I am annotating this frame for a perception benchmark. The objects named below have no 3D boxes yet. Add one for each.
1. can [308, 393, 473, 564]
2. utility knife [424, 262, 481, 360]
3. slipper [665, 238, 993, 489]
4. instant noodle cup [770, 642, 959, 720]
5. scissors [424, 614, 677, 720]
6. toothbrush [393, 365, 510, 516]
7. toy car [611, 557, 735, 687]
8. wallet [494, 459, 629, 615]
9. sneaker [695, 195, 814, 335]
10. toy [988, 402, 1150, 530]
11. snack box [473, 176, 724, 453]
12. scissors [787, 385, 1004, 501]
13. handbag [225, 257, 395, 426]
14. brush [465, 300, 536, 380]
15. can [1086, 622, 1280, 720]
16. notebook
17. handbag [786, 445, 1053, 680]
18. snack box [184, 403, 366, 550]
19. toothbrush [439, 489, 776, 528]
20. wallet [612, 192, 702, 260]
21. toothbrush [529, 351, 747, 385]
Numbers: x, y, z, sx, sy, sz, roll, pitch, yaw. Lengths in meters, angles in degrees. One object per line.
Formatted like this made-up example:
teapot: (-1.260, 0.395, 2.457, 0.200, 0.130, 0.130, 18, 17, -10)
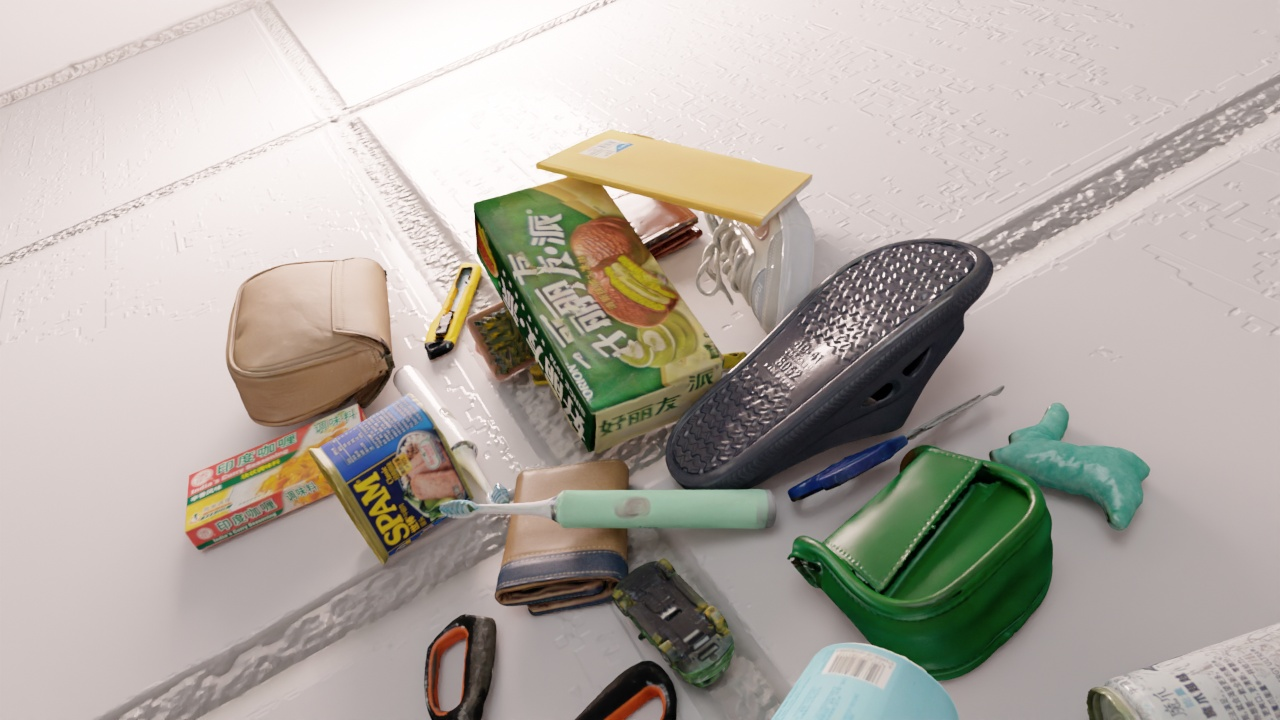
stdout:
can: (-0.182, 0.086, 0.681, 0.083, 0.102, 0.057, -34, 40, -21)
utility knife: (-0.189, -0.054, 0.923, 0.033, 0.015, 0.153, -6, 39, 11)
slipper: (0.140, 0.014, 0.668, 0.268, 0.083, 0.110, -39, 33, 3)
instant noodle cup: (0.096, 0.204, 0.434, 0.111, 0.111, 0.120, 10, 37, 31)
scissors: (-0.085, 0.231, 0.529, 0.234, 0.022, 0.221, -25, 38, -10)
toothbrush: (-0.157, 0.063, 0.758, 0.221, 0.026, 0.026, 40, 109, 48)
toy car: (0.020, 0.160, 0.562, 0.043, 0.036, 0.091, -33, 42, -17)
wallet: (-0.052, 0.120, 0.645, 0.090, 0.033, 0.115, -9, 38, 7)
sneaker: (0.095, -0.099, 0.798, 0.091, 0.090, 0.241, 2, 36, 0)
toy: (0.274, 0.062, 0.585, 0.092, 0.030, 0.096, 15, 43, 33)
snack box: (-0.041, -0.047, 0.746, 0.114, 0.063, 0.240, -19, 57, -20)
scissors: (0.172, 0.057, 0.626, 0.141, 0.012, 0.170, -33, -11, 37)
handbag: (-0.308, -0.020, 0.870, 0.147, 0.100, 0.204, -14, 37, -7)
brush: (-0.082, -0.043, 0.834, 0.145, 0.063, 0.073, -30, 9, -17)
can: (0.295, 0.159, 0.433, 0.147, 0.058, 0.058, -18, 38, 0)
notebook: (0.033, -0.165, 0.804, 0.206, 0.010, 0.145, 18, 31, 19)
handbag: (0.169, 0.112, 0.543, 0.131, 0.068, 0.120, -35, 33, -18)
snack box: (-0.303, 0.097, 0.777, 0.155, 0.027, 0.077, -24, 37, -7)
toothbrush: (-0.022, 0.099, 0.615, 0.224, 0.027, 0.026, 0, 74, -1)
wallet: (-0.006, -0.138, 0.941, 0.101, 0.032, 0.124, -27, 38, -7)
toothbrush: (-0.005, 0.005, 0.776, 0.190, 0.017, 0.015, -5, 40, 17)
